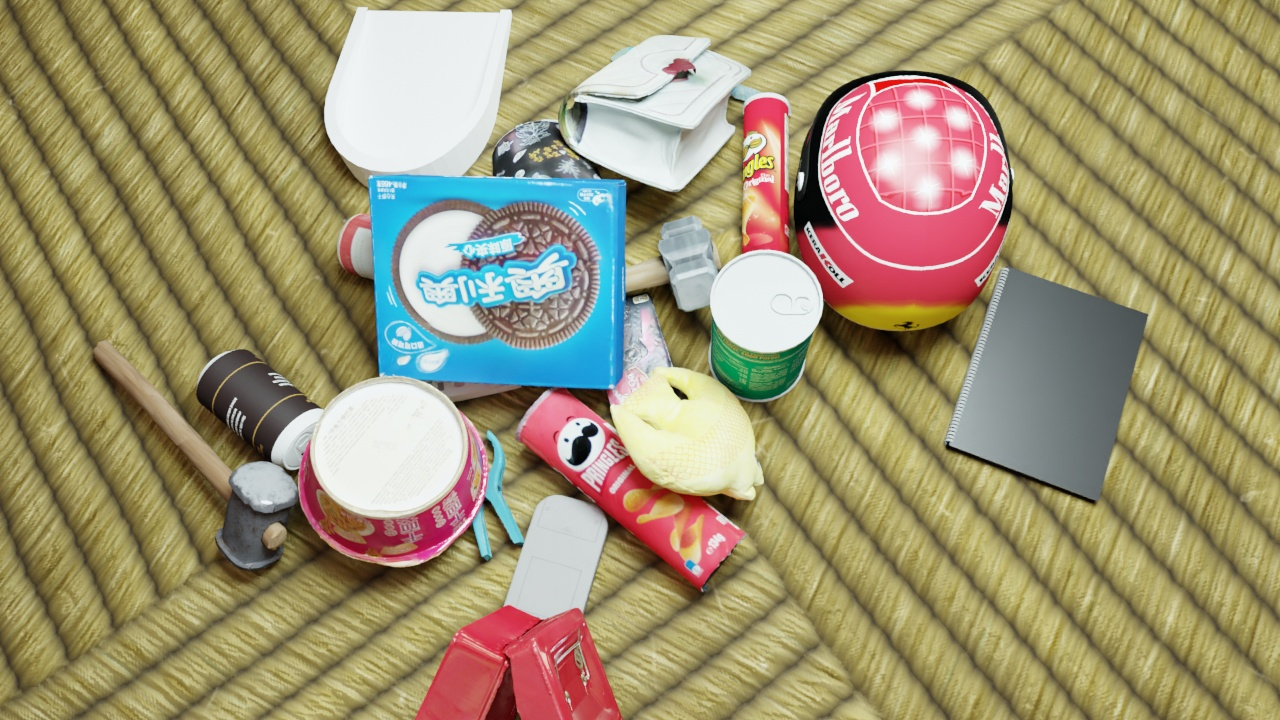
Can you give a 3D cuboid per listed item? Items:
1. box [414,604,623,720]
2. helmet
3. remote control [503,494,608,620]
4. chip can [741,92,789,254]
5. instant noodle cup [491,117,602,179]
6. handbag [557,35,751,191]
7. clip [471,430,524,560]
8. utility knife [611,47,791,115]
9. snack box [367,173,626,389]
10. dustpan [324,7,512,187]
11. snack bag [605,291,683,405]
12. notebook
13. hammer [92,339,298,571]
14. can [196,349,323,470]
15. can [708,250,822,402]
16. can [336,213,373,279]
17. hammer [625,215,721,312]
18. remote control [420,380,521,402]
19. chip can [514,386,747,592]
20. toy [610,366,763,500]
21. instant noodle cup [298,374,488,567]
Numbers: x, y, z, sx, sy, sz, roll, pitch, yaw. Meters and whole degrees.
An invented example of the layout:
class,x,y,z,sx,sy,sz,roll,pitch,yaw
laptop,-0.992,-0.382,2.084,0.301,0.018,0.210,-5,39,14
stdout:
class,x,y,z,sx,sy,sz,roll,pitch,yaw
box,-0.117,0.283,0.769,0.156,0.157,0.147,-18,80,8
helmet,0.247,-0.164,0.882,0.198,0.225,0.270,-1,71,3
remote control,-0.082,0.206,0.876,0.074,0.019,0.150,14,73,8
chip can,0.134,-0.182,0.986,0.052,0.052,0.214,1,70,4
instant noodle cup,-0.098,-0.176,0.964,0.137,0.137,0.112,-15,60,-2
handbag,0.020,-0.271,0.960,0.142,0.096,0.197,24,42,10
clip,-0.175,0.135,0.906,0.121,0.031,0.130,-2,69,-1
utility knife,0.071,-0.323,1.062,0.225,0.015,0.031,23,75,15
snack box,-0.134,-0.076,0.875,0.239,0.056,0.196,2,104,6
dustpan,-0.263,-0.316,1.061,0.191,0.053,0.257,3,70,5
snack bag,-0.005,0.005,0.946,0.074,0.018,0.155,-16,71,-3
notebook,0.404,0.019,0.914,0.149,0.016,0.206,21,73,10
hammer,-0.459,0.077,0.923,0.328,0.052,0.098,38,120,22
can,-0.380,0.048,0.926,0.128,0.072,0.071,35,76,15
can,0.116,-0.029,0.882,0.099,0.144,0.099,-1,70,3
can,-0.234,-0.107,0.962,0.170,0.067,0.067,15,71,20
hammer,-0.077,-0.066,0.947,0.323,0.051,0.117,-15,35,5
remote control,-0.190,0.017,0.950,0.143,0.024,0.049,-11,69,-2
chip can,-0.010,0.120,0.876,0.233,0.073,0.073,38,76,15
toy,0.054,0.070,0.864,0.155,0.065,0.170,38,34,7
instant noodle cup,-0.230,0.091,0.851,0.178,0.078,0.178,4,61,-8
